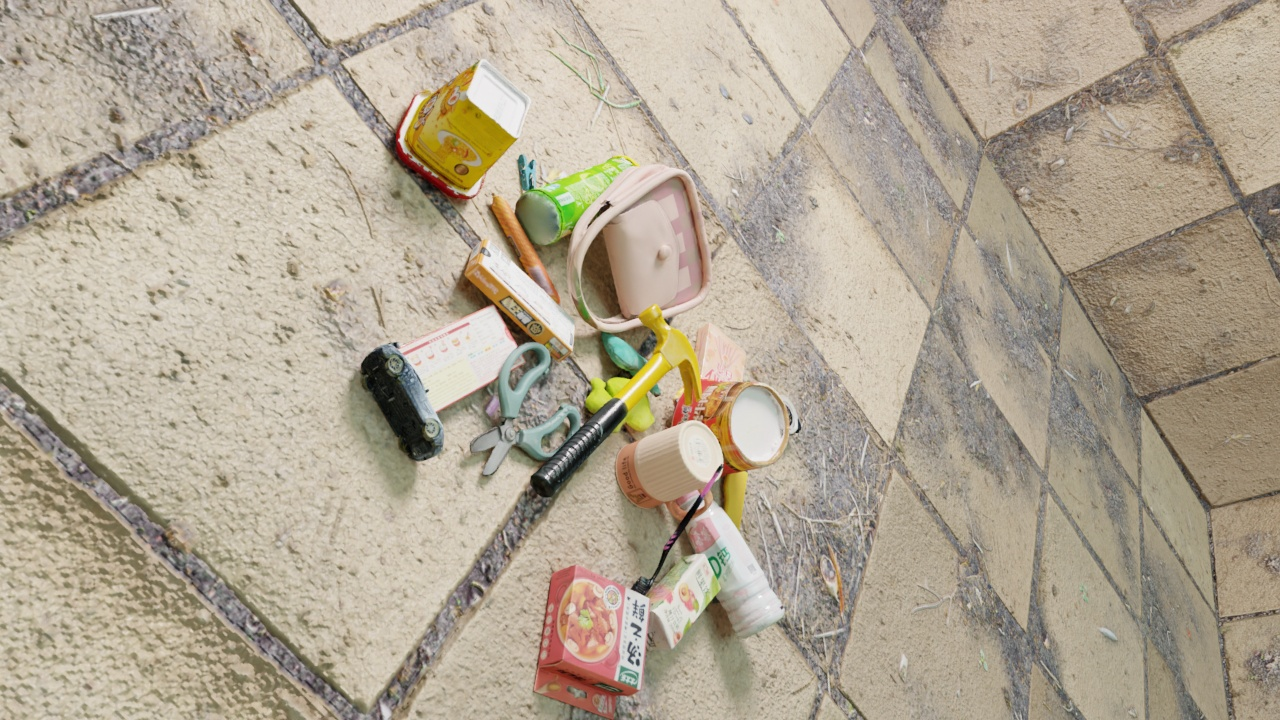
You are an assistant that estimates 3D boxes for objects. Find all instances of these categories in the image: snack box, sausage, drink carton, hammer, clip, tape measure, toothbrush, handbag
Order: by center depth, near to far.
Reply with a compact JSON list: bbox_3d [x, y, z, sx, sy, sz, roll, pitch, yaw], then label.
[{"bbox_3d":[-0.047,0.296,0.964,0.113,0.044,0.126,33,48,-33],"label":"snack box"},{"bbox_3d":[-0.194,-0.001,0.980,0.155,0.027,0.077,-33,95,-52],"label":"snack box"},{"bbox_3d":[0.041,0.197,1.052,0.018,0.014,0.189,32,91,-15],"label":"toothbrush"},{"bbox_3d":[-0.137,-0.070,1.067,0.153,0.026,0.075,44,21,-23],"label":"snack box"},{"bbox_3d":[0.042,0.281,1.072,0.122,0.046,0.053,-37,103,-51],"label":"drink carton"},{"bbox_3d":[-0.026,0.056,1.082,0.129,0.033,0.299,52,50,-7],"label":"hammer"},{"bbox_3d":[-0.140,-0.132,1.121,0.021,0.022,0.165,-32,94,-52],"label":"sausage"},{"bbox_3d":[-0.014,-0.129,1.178,0.233,0.093,0.193,-37,125,-39],"label":"handbag"},{"bbox_3d":[-0.145,-0.240,1.183,0.047,0.014,0.057,17,56,-45],"label":"clip"},{"bbox_3d":[0.108,0.030,1.307,0.084,0.026,0.156,38,45,-29],"label":"snack box"},{"bbox_3d":[0.208,0.086,1.383,0.065,0.034,0.066,-12,81,-53],"label":"tape measure"}]

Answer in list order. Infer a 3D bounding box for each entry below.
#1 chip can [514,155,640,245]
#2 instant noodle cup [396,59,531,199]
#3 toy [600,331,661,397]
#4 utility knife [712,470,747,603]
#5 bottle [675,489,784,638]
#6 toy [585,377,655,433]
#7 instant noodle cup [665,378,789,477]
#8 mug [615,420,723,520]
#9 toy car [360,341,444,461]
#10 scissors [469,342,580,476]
[{"bbox_3d":[-0.076,-0.211,1.198,0.072,0.073,0.220,59,38,-5],"label":"chip can"},{"bbox_3d":[-0.198,-0.268,1.050,0.116,0.124,0.116,37,46,-30],"label":"instant noodle cup"},{"bbox_3d":[-0.007,0.007,1.173,0.092,0.030,0.096,37,14,-40],"label":"toy"},{"bbox_3d":[0.115,0.223,1.213,0.033,0.015,0.215,26,52,-15],"label":"utility knife"},{"bbox_3d":[0.105,0.243,1.143,0.068,0.068,0.197,-12,69,-51],"label":"bottle"},{"bbox_3d":[-0.024,0.053,1.140,0.096,0.031,0.099,55,39,-8],"label":"toy"},{"bbox_3d":[0.120,0.087,1.194,0.137,0.109,0.138,6,80,-38],"label":"instant noodle cup"},{"bbox_3d":[0.043,0.138,1.106,0.114,0.106,0.081,59,39,-5],"label":"mug"},{"bbox_3d":[-0.229,0.040,0.896,0.036,0.054,0.120,-29,92,-50],"label":"toy car"},{"bbox_3d":[-0.133,0.049,1.007,0.176,0.019,0.171,-18,99,-50],"label":"scissors"}]
